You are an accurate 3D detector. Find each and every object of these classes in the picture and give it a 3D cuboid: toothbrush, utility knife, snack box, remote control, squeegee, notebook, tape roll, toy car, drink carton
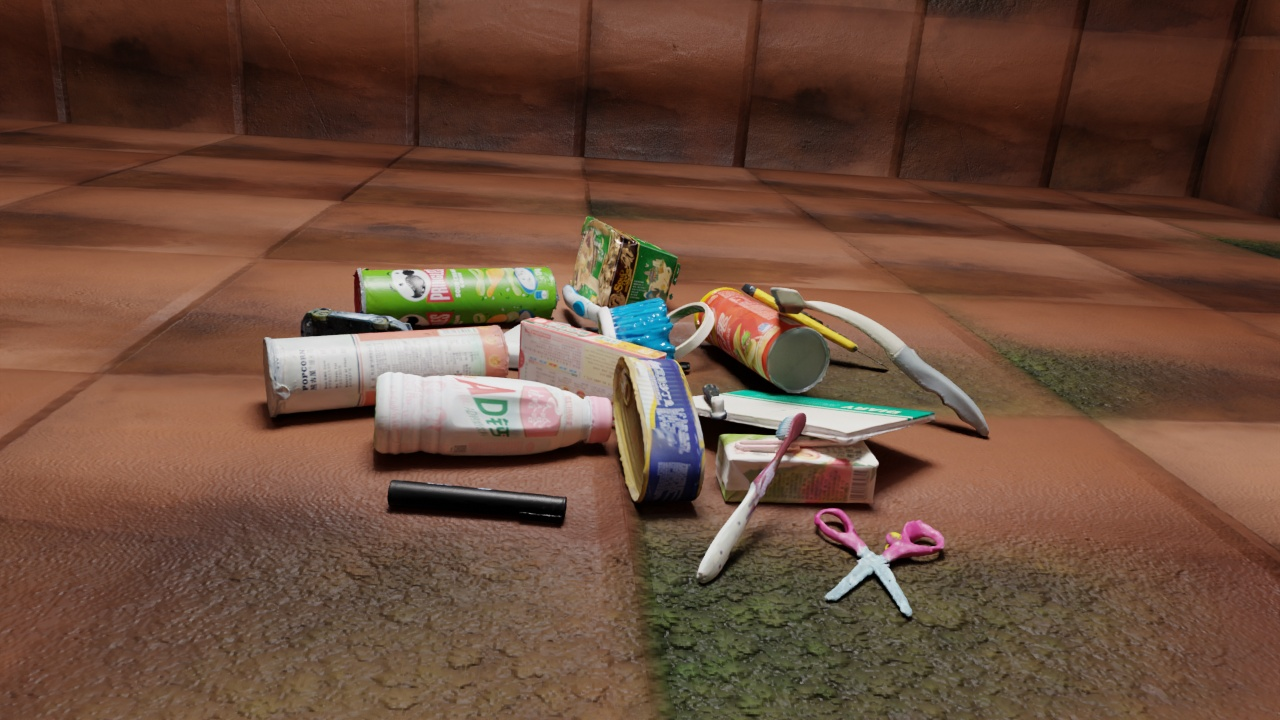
[{"bbox_3d":[0.082,0.095,0.676,0.017,0.016,0.187,-9,28,40],"label":"toothbrush"},{"bbox_3d":[0.206,-0.040,1.072,0.197,0.015,0.033,30,7,3],"label":"utility knife"},{"bbox_3d":[-0.021,-0.118,1.229,0.105,0.118,0.117,8,16,-30],"label":"snack box"},{"bbox_3d":[-0.127,-0.020,1.036,0.056,0.019,0.134,10,20,14],"label":"remote control"},{"bbox_3d":[0.246,-0.007,0.914,0.246,0.039,0.246,34,4,10],"label":"squeegee"},{"bbox_3d":[0.137,0.046,0.835,0.209,0.012,0.150,7,8,43],"label":"notebook"},{"bbox_3d":[0.045,-0.032,1.040,0.086,0.014,0.085,-30,28,18],"label":"tape roll"},{"bbox_3d":[-0.295,-0.024,0.956,0.121,0.054,0.036,7,22,10],"label":"toy car"},{"bbox_3d":[0.125,0.086,0.745,0.122,0.045,0.053,3,20,-4],"label":"drink carton"},{"bbox_3d":[-0.049,0.013,0.868,0.156,0.077,0.027,16,22,31],"label":"snack box"},{"bbox_3d":[0.065,0.032,0.816,0.015,0.018,0.181,-6,4,2],"label":"toothbrush"}]

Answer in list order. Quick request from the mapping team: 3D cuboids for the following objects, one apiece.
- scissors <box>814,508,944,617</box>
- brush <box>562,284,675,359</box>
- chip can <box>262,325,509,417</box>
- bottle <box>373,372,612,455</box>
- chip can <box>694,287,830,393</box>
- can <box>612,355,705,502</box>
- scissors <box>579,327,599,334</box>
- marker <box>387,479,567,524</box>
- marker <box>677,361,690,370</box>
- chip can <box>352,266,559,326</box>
[{"bbox_3d":[0.161,0.138,0.655,0.124,0.017,0.133,22,29,37],"label":"scissors"},{"bbox_3d":[-0.033,-0.052,1.058,0.109,0.060,0.314,-6,17,-4],"label":"brush"},{"bbox_3d":[-0.234,0.007,0.855,0.214,0.071,0.071,-5,21,-26],"label":"chip can"},{"bbox_3d":[-0.123,0.048,0.776,0.196,0.068,0.068,4,19,-16],"label":"bottle"},{"bbox_3d":[0.128,-0.027,1.006,0.073,0.073,0.216,-1,14,-17],"label":"chip can"},{"bbox_3d":[0.012,0.053,0.748,0.049,0.075,0.148,2,36,-13],"label":"can"},{"bbox_3d":[-0.078,-0.008,1.032,0.173,0.014,0.141,-10,25,-30],"label":"scissors"},{"bbox_3d":[-0.121,0.105,0.679,0.132,0.020,0.022,6,48,0],"label":"marker"},{"bbox_3d":[-0.006,0.006,0.995,0.123,0.015,0.018,0,21,-12],"label":"marker"},{"bbox_3d":[-0.220,-0.077,1.103,0.235,0.072,0.072,-4,21,-24],"label":"chip can"}]
